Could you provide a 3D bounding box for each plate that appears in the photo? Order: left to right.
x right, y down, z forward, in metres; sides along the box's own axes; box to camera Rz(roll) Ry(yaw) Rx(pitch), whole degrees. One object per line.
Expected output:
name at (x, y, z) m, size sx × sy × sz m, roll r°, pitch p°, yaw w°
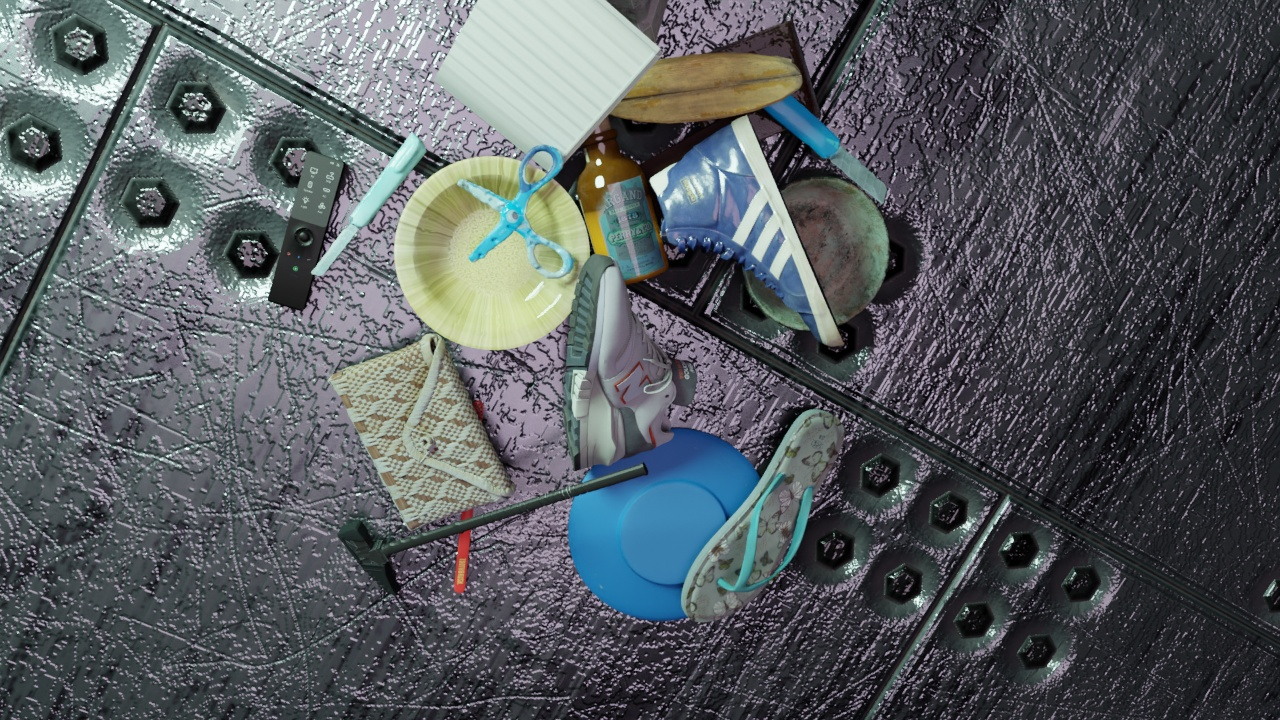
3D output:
plate at (-0.144, -0.104, 0.897) m, size 0.184 × 0.036 × 0.184 m, roll -2°, pitch 102°, yaw -9°
plate at (0.034, 0.184, 0.996) m, size 0.224 × 0.024 × 0.224 m, roll -2°, pitch 103°, yaw -9°

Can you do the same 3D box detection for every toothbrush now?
toothbrush at (-0.179, 0.146, 0.957) m, size 0.012 × 0.018 × 0.213 m, roll 6°, pitch 102°, yaw -10°

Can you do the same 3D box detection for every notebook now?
notebook at (-0.088, -0.256, 0.800) m, size 0.142 × 0.210 × 0.009 m, roll 37°, pitch 59°, yaw -15°

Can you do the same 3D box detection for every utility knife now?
utility knife at (-0.260, -0.146, 0.876) m, size 0.022 × 0.015 × 0.166 m, roll 38°, pitch 90°, yaw -16°
utility knife at (0.160, -0.227, 0.898) m, size 0.221 × 0.015 × 0.031 m, roll 38°, pitch 101°, yaw -10°

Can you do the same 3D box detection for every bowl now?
bowl at (0.175, -0.110, 0.945) m, size 0.157 × 0.038 × 0.157 m, roll -2°, pitch 103°, yaw -9°

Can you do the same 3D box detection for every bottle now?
bottle at (-0.024, -0.155, 0.889) m, size 0.068 × 0.068 × 0.157 m, roll -17°, pitch 105°, yaw -5°

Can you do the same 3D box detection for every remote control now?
remote control at (-0.319, -0.123, 0.877) m, size 0.034 × 0.013 × 0.150 m, roll 17°, pitch 99°, yaw -12°

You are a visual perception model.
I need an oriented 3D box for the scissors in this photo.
scissors at (-0.109, -0.141, 0.870) m, size 0.134 × 0.011 × 0.140 m, roll 32°, pitch 96°, yaw -13°

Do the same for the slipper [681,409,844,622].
slipper at (0.146, 0.179, 0.986) m, size 0.098 × 0.055 × 0.268 m, roll 35°, pitch 89°, yaw -34°

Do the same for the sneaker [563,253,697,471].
sneaker at (-0.005, 0.005, 0.906) m, size 0.124 × 0.088 × 0.240 m, roll -1°, pitch 126°, yaw -16°

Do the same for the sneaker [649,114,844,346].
sneaker at (0.093, -0.099, 0.870) m, size 0.118 × 0.091 × 0.233 m, roll -23°, pitch 98°, yaw 14°

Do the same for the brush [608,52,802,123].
brush at (0.054, -0.259, 0.865) m, size 0.195 × 0.043 × 0.059 m, roll -3°, pitch 118°, yaw 11°

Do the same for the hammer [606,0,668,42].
hammer at (-0.135, -0.374, 0.799) m, size 0.318 × 0.162 × 0.083 m, roll 17°, pitch 92°, yaw 6°

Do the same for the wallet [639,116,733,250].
wallet at (0.058, -0.176, 0.912) m, size 0.116 × 0.018 × 0.091 m, roll -27°, pitch 106°, yaw 16°

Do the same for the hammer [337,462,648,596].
hammer at (-0.140, 0.159, 0.907) m, size 0.325 × 0.015 × 0.095 m, roll -19°, pitch 117°, yaw 16°

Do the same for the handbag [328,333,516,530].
handbag at (-0.214, 0.075, 0.907) m, size 0.124 × 0.046 × 0.186 m, roll -19°, pitch 106°, yaw 16°

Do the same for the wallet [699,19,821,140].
wallet at (0.110, -0.267, 0.905) m, size 0.120 × 0.031 × 0.099 m, roll -21°, pitch 103°, yaw -1°
